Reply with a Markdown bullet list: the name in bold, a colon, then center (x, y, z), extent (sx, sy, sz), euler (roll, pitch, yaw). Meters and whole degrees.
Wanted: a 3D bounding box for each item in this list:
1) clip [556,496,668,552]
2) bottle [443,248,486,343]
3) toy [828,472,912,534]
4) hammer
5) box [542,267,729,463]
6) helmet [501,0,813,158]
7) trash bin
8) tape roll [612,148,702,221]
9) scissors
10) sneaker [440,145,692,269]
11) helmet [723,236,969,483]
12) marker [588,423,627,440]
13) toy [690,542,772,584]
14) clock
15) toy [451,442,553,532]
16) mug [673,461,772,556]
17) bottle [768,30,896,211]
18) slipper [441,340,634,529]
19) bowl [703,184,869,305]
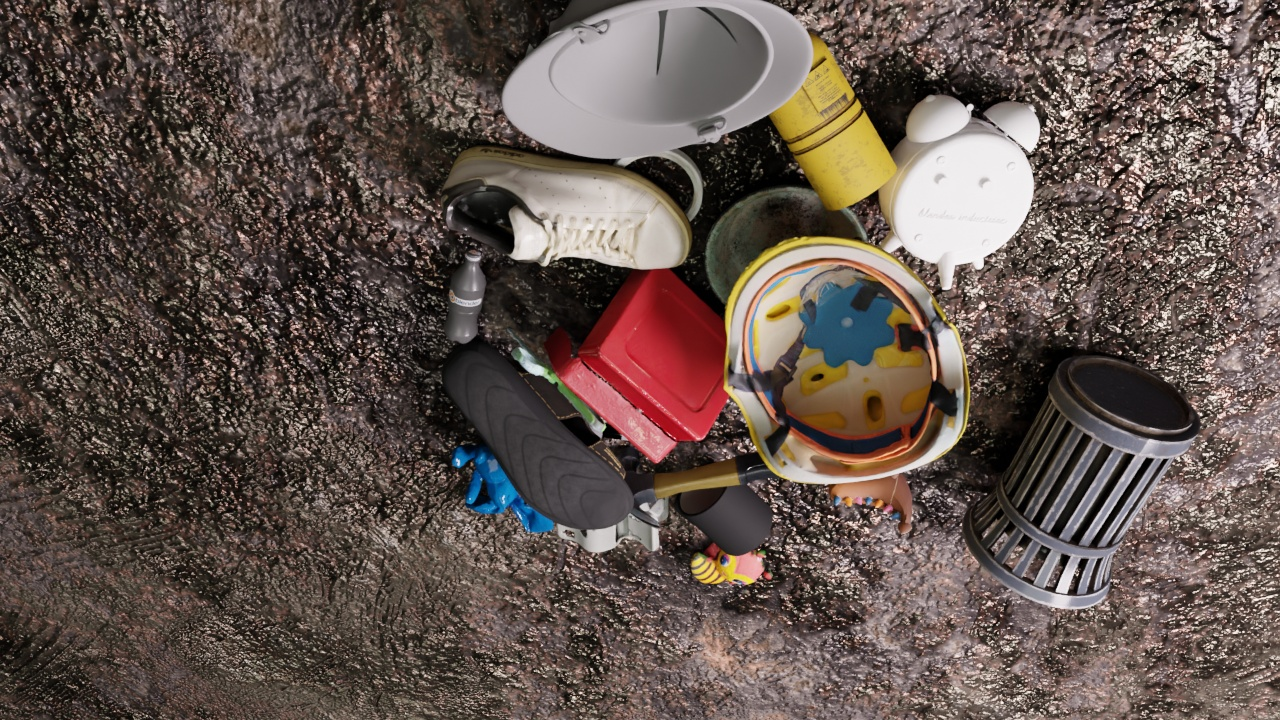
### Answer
- **clip**: center (-0.039, 0.185, 1.135), extent (0.143, 0.072, 0.125), euler (6, 131, 11)
- **bottle**: center (-0.183, -0.068, 0.961), extent (0.036, 0.036, 0.110), euler (14, 128, -5)
- **toy**: center (0.265, 0.161, 1.054), extent (0.090, 0.102, 0.071), euler (-2, 129, -1)
- **hammer**: center (0.137, 0.119, 1.040), extent (0.333, 0.117, 0.025), euler (-12, 131, 8)
- **box**: center (0.013, -0.003, 0.955), extent (0.168, 0.153, 0.157), euler (-44, 114, 9)
- **helmet**: center (0.010, -0.266, 0.744), extent (0.272, 0.117, 0.183), euler (-9, 159, 37)
- **trash bin**: center (0.464, 0.122, 0.970), extent (0.164, 0.164, 0.228), euler (10, 124, -2)
- **tape roll**: center (0.013, -0.164, 0.882), extent (0.093, 0.013, 0.093), euler (3, 128, 3)
- **scissors**: center (-0.094, 0.013, 0.956), extent (0.022, 0.171, 0.174), euler (-51, 150, 5)
- **sneaker**: center (-0.073, -0.128, 0.850), extent (0.241, 0.102, 0.089), euler (15, 130, 3)
- **helmet**: center (0.189, -0.014, 0.855), extent (0.210, 0.139, 0.240), euler (-17, 102, 24)
- **marker**: center (-0.063, 0.081, 1.078), extent (0.140, 0.016, 0.016), euler (7, 128, 1)
- **toy**: center (0.117, 0.262, 1.183), extent (0.103, 0.046, 0.084), euler (-11, 132, 19)
- **clock**: center (0.282, -0.150, 0.817), extent (0.125, 0.072, 0.161), euler (4, 121, -5)
- **toy**: center (-0.180, 0.147, 1.111), extent (0.113, 0.070, 0.176), euler (-7, 137, 14)
- **mug**: center (0.091, 0.181, 1.110), extent (0.088, 0.078, 0.114), euler (45, 146, -25)
- **bottle**: center (0.148, -0.215, 0.782), extent (0.071, 0.070, 0.164), euler (-28, 107, 25)
- **slipper**: center (-0.113, 0.082, 1.033), extent (0.268, 0.075, 0.113), euler (46, 107, 0)
- **bowl**: center (0.141, -0.108, 0.896), extent (0.157, 0.038, 0.158), euler (3, 128, 4)
